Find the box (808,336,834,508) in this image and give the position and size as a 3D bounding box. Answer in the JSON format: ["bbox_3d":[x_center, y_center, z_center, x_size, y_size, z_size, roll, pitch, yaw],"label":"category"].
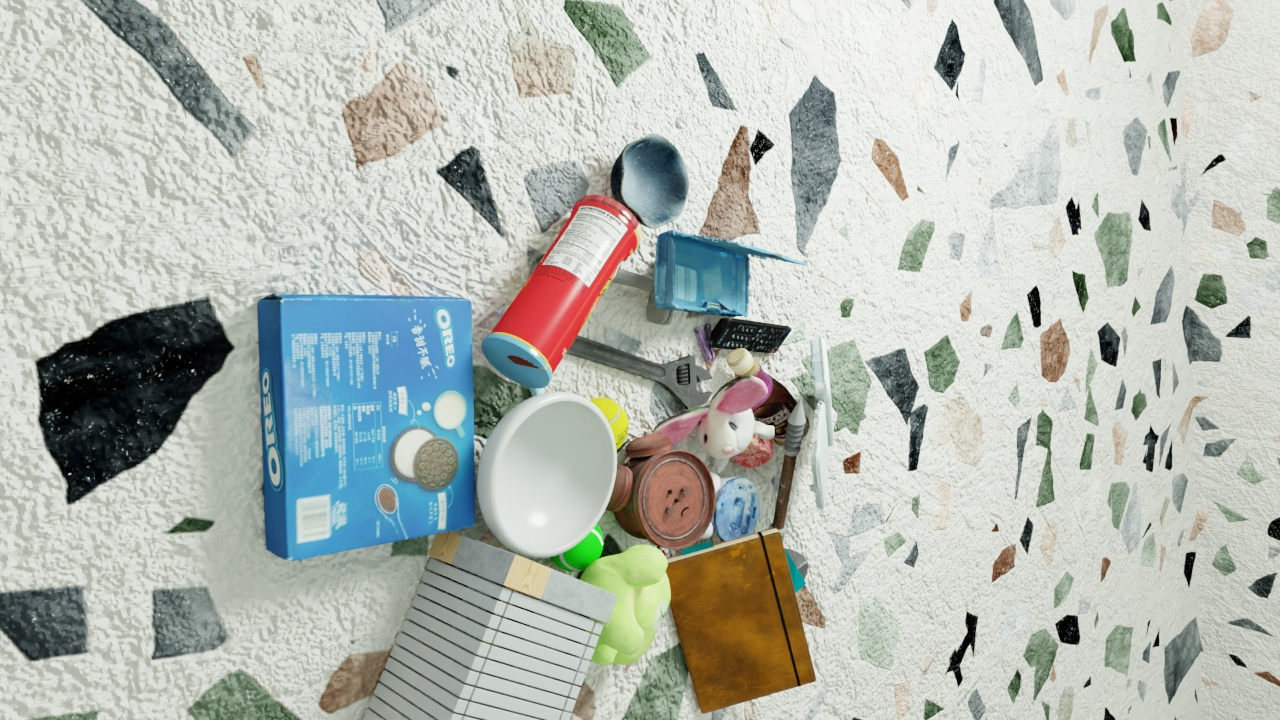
[{"bbox_3d":[0.248,0.088,1.258,0.209,0.045,0.191,66,27,-59],"label":"box"}]

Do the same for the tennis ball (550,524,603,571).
[{"bbox_3d":[-0.075,0.207,1.045,0.065,0.065,0.065,-3,94,-42],"label":"tennis ball"}]

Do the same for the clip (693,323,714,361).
[{"bbox_3d":[0.083,-0.025,1.208,0.043,0.014,0.051,10,84,-42],"label":"clip"}]

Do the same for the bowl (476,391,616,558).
[{"bbox_3d":[-0.109,0.117,0.982,0.176,0.066,0.177,-10,104,-44],"label":"bowl"}]

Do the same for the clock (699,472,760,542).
[{"bbox_3d":[0.103,0.194,1.212,0.125,0.052,0.088,16,82,-41],"label":"clock"}]

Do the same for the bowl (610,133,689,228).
[{"bbox_3d":[0.002,-0.212,1.095,0.110,0.055,0.110,-3,94,-42],"label":"bowl"}]

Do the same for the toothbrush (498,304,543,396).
[{"bbox_3d":[-0.124,0.012,1.023,0.022,0.016,0.155,-23,109,-14],"label":"toothbrush"}]

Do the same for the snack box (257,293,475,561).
[{"bbox_3d":[-0.257,0.056,0.881,0.195,0.056,0.239,-3,94,-42],"label":"snack box"}]

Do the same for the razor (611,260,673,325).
[{"bbox_3d":[-0.009,-0.097,1.106,0.116,0.047,0.088,12,85,-34],"label":"razor"}]

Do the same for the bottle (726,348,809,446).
[{"bbox_3d":[0.172,0.048,1.258,0.166,0.060,0.059,51,61,-32],"label":"bottle"}]

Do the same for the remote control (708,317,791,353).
[{"bbox_3d":[0.148,-0.036,1.244,0.150,0.022,0.047,5,125,-48],"label":"remote control"}]

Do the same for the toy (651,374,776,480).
[{"bbox_3d":[0.118,0.096,1.192,0.194,0.159,0.084,47,22,-45],"label":"toy"}]

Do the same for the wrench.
[{"bbox_3d":[-0.007,0.006,1.128,0.272,0.018,0.073,18,81,-39],"label":"wrench"}]

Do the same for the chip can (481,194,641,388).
[{"bbox_3d":[-0.082,-0.077,0.994,0.087,0.087,0.212,50,56,-32],"label":"chip can"}]

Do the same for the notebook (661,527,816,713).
[{"bbox_3d":[0.135,0.335,1.205,0.178,0.014,0.249,-16,107,-1],"label":"notebook"}]

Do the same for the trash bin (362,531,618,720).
[{"bbox_3d":[-0.160,0.320,0.924,0.142,0.143,0.246,33,71,-38],"label":"trash bin"}]

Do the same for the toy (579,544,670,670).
[{"bbox_3d":[-0.021,0.279,1.054,0.107,0.197,0.149,19,66,4],"label":"toy"}]

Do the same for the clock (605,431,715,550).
[{"bbox_3d":[0.016,0.155,1.110,0.120,0.072,0.158,-48,113,-29],"label":"clock"}]

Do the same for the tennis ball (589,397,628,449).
[{"bbox_3d":[-0.046,0.076,1.062,0.065,0.065,0.065,-3,94,-42],"label":"tennis ball"}]

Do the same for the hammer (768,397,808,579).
[{"bbox_3d":[0.188,0.192,1.216,0.155,0.043,0.323,-23,128,-43],"label":"hammer"}]

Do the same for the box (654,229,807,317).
[{"bbox_3d":[0.117,-0.101,1.124,0.231,0.112,0.094,3,91,-61],"label":"box"}]
